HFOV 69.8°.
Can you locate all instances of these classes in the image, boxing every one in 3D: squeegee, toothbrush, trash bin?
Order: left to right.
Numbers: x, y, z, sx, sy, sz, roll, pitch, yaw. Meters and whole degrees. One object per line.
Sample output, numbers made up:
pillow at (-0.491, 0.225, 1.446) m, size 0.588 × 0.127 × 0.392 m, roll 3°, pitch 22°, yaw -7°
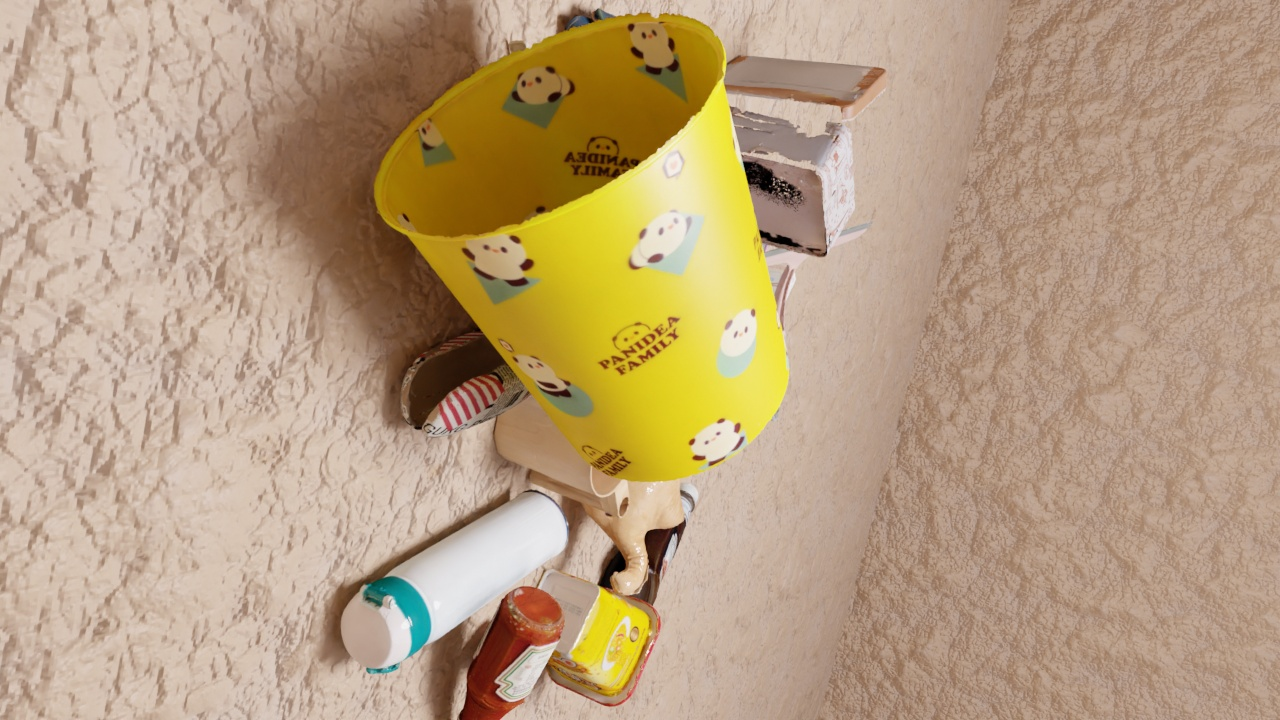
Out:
toothbrush at (-0.031, 0.256, 1.097) m, size 0.027 × 0.026 × 0.212 m, roll 144°, pitch -31°, yaw -73°
trash bin at (-0.016, -0.065, 0.635) m, size 0.229 × 0.230 × 0.255 m, roll -58°, pitch 139°, yaw -31°
squeegee at (0.173, -0.038, 1.121) m, size 0.247 × 0.040 × 0.250 m, roll -19°, pitch 126°, yaw -39°

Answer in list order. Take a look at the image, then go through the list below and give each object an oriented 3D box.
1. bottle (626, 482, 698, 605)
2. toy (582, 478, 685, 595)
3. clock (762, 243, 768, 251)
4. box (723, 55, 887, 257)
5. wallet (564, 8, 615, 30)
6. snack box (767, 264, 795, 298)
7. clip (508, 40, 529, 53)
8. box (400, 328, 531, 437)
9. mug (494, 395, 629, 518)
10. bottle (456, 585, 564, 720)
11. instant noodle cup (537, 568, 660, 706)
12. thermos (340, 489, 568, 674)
bottle at (0.029, 0.221, 1.146) m, size 0.194 × 0.044 × 0.080 m, roll -55°, pitch 156°, yaw -56°
toy at (-0.004, 0.128, 0.969) m, size 0.225 × 0.143 × 0.083 m, roll -65°, pitch -165°, yaw -15°
clock at (0.122, -0.161, 1.121) m, size 0.158 × 0.060 × 0.117 m, roll -63°, pitch 154°, yaw -27°
box at (0.157, -0.248, 1.003) m, size 0.191 × 0.183 × 0.156 m, roll -56°, pitch 151°, yaw -27°
wallet at (-0.009, -0.231, 0.763) m, size 0.090 × 0.033 × 0.115 m, roll -20°, pitch 81°, yaw -60°
snack box at (0.130, -0.060, 1.167) m, size 0.156 × 0.085 × 0.027 m, roll -61°, pitch 151°, yaw -25°
clip at (-0.090, -0.188, 0.703) m, size 0.061 × 0.034 × 0.097 m, roll -56°, pitch 141°, yaw -31°
box at (-0.112, 0.021, 0.722) m, size 0.163 × 0.081 × 0.075 m, roll -29°, pitch 135°, yaw -60°
mug at (-0.063, 0.081, 0.829) m, size 0.084 × 0.104 × 0.125 m, roll -51°, pitch 147°, yaw -40°
bottle at (-0.131, 0.293, 0.823) m, size 0.059 × 0.060 × 0.206 m, roll -20°, pitch 141°, yaw -60°
instant noodle cup at (-0.058, 0.285, 0.968) m, size 0.115 × 0.116 × 0.124 m, roll -63°, pitch 142°, yaw -23°
thermos at (-0.148, 0.179, 0.758) m, size 0.223 × 0.073 × 0.073 m, roll -25°, pitch 127°, yaw -58°
